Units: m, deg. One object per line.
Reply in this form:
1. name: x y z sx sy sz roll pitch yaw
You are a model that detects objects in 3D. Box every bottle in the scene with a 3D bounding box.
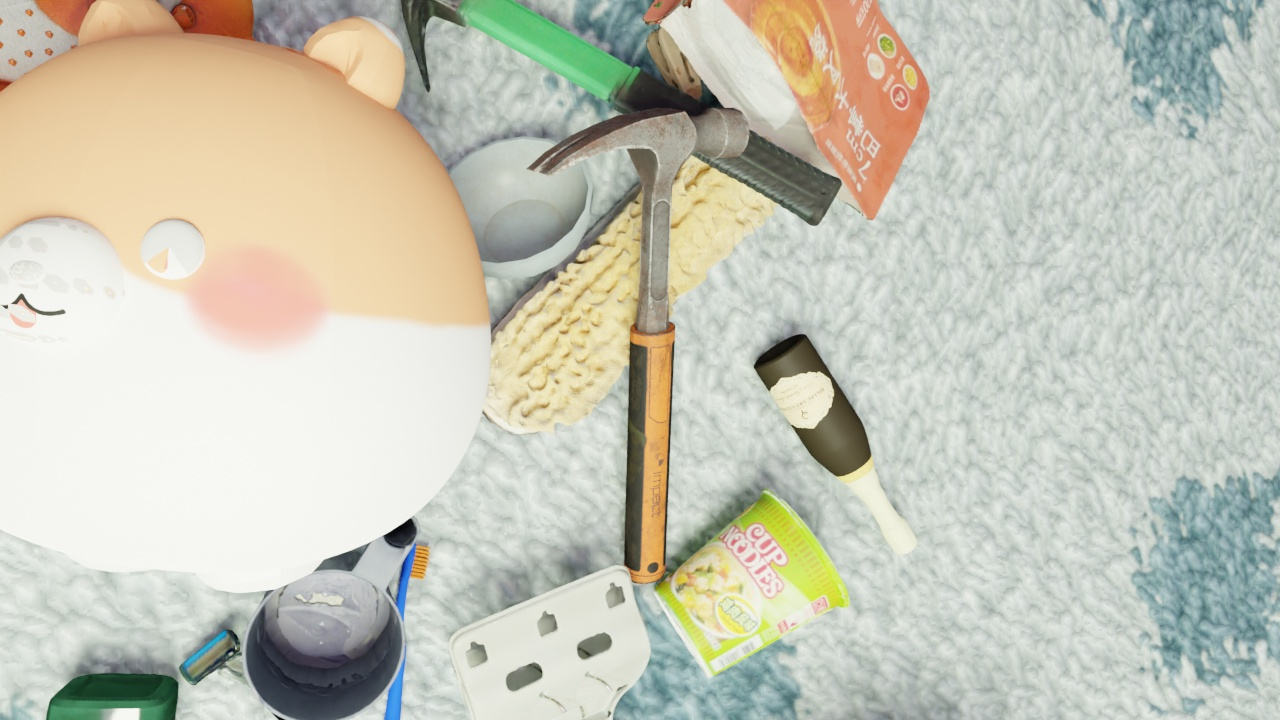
1. bottle: -0.305 0.251 0.521 0.061 0.061 0.131 6 85 -15
2. bottle: 0.152 0.068 0.685 0.045 0.045 0.184 -36 98 -16

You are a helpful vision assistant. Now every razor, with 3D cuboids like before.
1. razor: -0.219 0.224 0.573 0.043 0.022 0.144 -37 105 9

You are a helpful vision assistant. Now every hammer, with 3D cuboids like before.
1. hammer: -0.003 0.003 0.582 0.137 0.035 0.315 -11 113 -31
2. hammer: -0.013 -0.181 0.609 0.319 0.032 0.130 30 76 1

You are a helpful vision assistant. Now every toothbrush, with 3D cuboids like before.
1. toothbrush: -0.155 0.210 0.595 0.018 0.016 0.182 7 85 -23

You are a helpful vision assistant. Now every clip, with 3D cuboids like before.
1. clip: -0.056 0.214 0.616 0.126 0.096 0.152 -18 113 -16
2. clip: 0.029 -0.217 0.662 0.024 0.041 0.061 -31 92 -15

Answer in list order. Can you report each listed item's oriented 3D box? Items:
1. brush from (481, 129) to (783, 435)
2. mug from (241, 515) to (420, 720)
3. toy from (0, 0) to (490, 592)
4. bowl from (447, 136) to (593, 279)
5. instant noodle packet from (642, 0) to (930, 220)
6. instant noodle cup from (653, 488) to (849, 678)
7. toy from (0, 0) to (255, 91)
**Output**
1. brush: -0.008 -0.057 0.633 0.270 0.057 0.083 -46 102 -14
2. mug: -0.175 0.140 0.546 0.084 0.104 0.123 33 78 -14
3. toy: -0.205 -0.032 0.452 0.263 0.265 0.281 8 95 4
4. bowl: -0.081 -0.094 0.605 0.106 0.039 0.106 -4 60 7
5. instant noodle packet: 0.132 -0.230 0.669 0.221 0.084 0.164 41 59 -21
6. instant noodle cup: 0.072 0.158 0.634 0.108 0.099 0.099 -32 97 -9
7. toy: -0.310 -0.197 0.525 0.172 0.093 0.163 -17 87 -20
